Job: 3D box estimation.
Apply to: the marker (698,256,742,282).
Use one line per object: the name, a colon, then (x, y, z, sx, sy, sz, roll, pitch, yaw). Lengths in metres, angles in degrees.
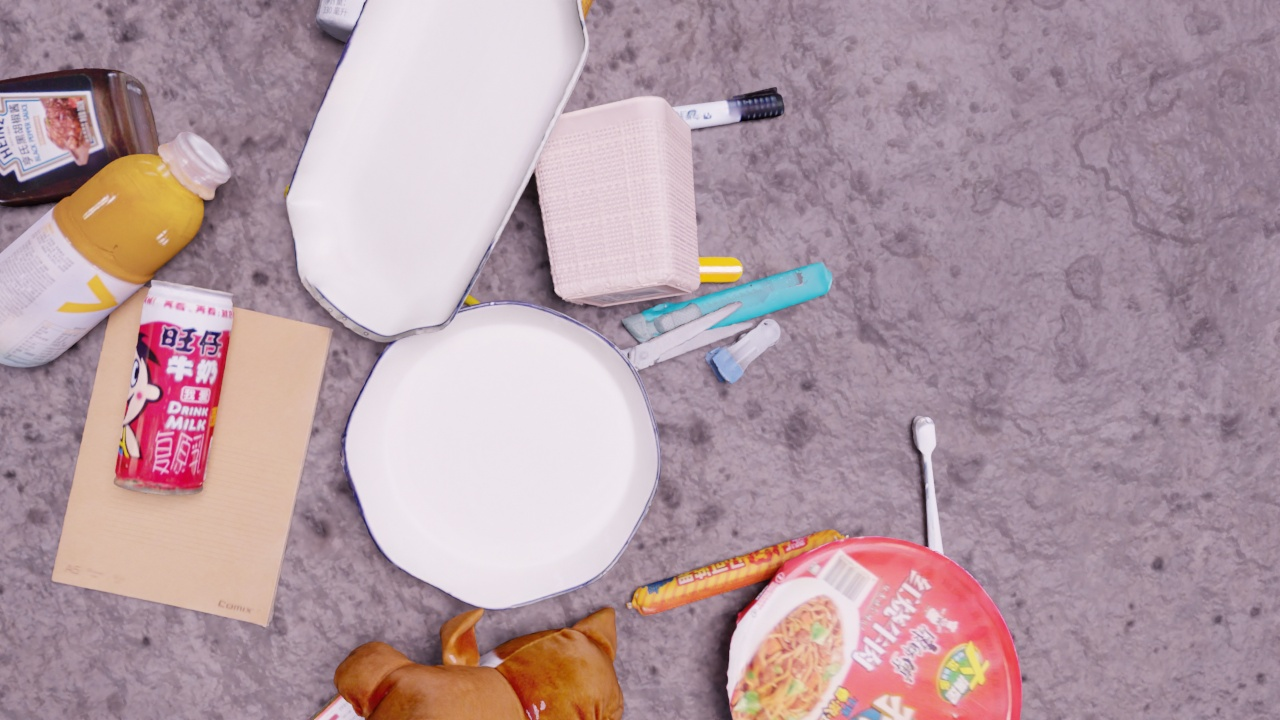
marker: (0.009, -0.063, 0.640, 0.124, 0.015, 0.018, 0, 90, 0)

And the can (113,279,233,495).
can: (-0.302, 0.017, 0.596, 0.053, 0.053, 0.132, 10, 91, -3)

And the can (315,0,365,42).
can: (-0.168, -0.281, 0.600, 0.058, 0.058, 0.146, 13, 91, -3)

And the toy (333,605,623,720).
toy: (-0.092, 0.229, 0.587, 0.199, 0.131, 0.140, -3, 98, -37)

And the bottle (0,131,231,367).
bottle: (-0.343, -0.072, 0.582, 0.190, 0.068, 0.068, -37, 93, 7)

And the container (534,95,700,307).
container: (-0.013, -0.095, 0.585, 0.090, 0.090, 0.111, -7, 87, 17)

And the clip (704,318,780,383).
clip: (0.074, -0.009, 0.643, 0.058, 0.045, 0.027, -37, 92, -7)

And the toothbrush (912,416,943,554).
toothbrush: (0.210, 0.128, 0.658, 0.016, 0.016, 0.180, -7, 95, 2)

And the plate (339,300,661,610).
plate: (-0.090, 0.061, 0.613, 0.205, 0.045, 0.205, 0, 98, 2)

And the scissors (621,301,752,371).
scissors: (-0.011, -0.009, 0.633, 0.125, 0.012, 0.174, 40, 95, -1)

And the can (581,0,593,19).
can: (-0.072, -0.219, 0.607, 0.058, 0.058, 0.146, 25, 91, -4)

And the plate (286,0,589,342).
plate: (-0.125, -0.138, 0.565, 0.162, 0.034, 0.266, 35, 106, 20)

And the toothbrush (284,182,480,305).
toothbrush: (-0.159, -0.068, 0.629, 0.190, 0.016, 0.015, 32, 90, -4)

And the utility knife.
utility knife: (0.062, -0.039, 0.643, 0.151, 0.013, 0.029, -17, 95, -2)

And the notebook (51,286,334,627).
notebook: (-0.307, 0.065, 0.630, 0.149, 0.012, 0.211, 13, 91, -3)

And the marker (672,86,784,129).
marker: (0.034, -0.170, 0.635, 0.130, 0.018, 0.022, -8, 84, -3)

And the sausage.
sausage: (0.070, 0.149, 0.646, 0.165, 0.021, 0.021, -17, 93, -2)

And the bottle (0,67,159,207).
bottle: (-0.422, -0.139, 0.600, 0.195, 0.044, 0.080, -10, 95, -2)

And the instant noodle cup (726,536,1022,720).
instant noodle cup: (0.151, 0.214, 0.622, 0.194, 0.066, 0.193, 0, 84, -2)

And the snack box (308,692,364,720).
snack box: (-0.207, 0.281, 0.634, 0.156, 0.027, 0.077, -43, 94, -1)
